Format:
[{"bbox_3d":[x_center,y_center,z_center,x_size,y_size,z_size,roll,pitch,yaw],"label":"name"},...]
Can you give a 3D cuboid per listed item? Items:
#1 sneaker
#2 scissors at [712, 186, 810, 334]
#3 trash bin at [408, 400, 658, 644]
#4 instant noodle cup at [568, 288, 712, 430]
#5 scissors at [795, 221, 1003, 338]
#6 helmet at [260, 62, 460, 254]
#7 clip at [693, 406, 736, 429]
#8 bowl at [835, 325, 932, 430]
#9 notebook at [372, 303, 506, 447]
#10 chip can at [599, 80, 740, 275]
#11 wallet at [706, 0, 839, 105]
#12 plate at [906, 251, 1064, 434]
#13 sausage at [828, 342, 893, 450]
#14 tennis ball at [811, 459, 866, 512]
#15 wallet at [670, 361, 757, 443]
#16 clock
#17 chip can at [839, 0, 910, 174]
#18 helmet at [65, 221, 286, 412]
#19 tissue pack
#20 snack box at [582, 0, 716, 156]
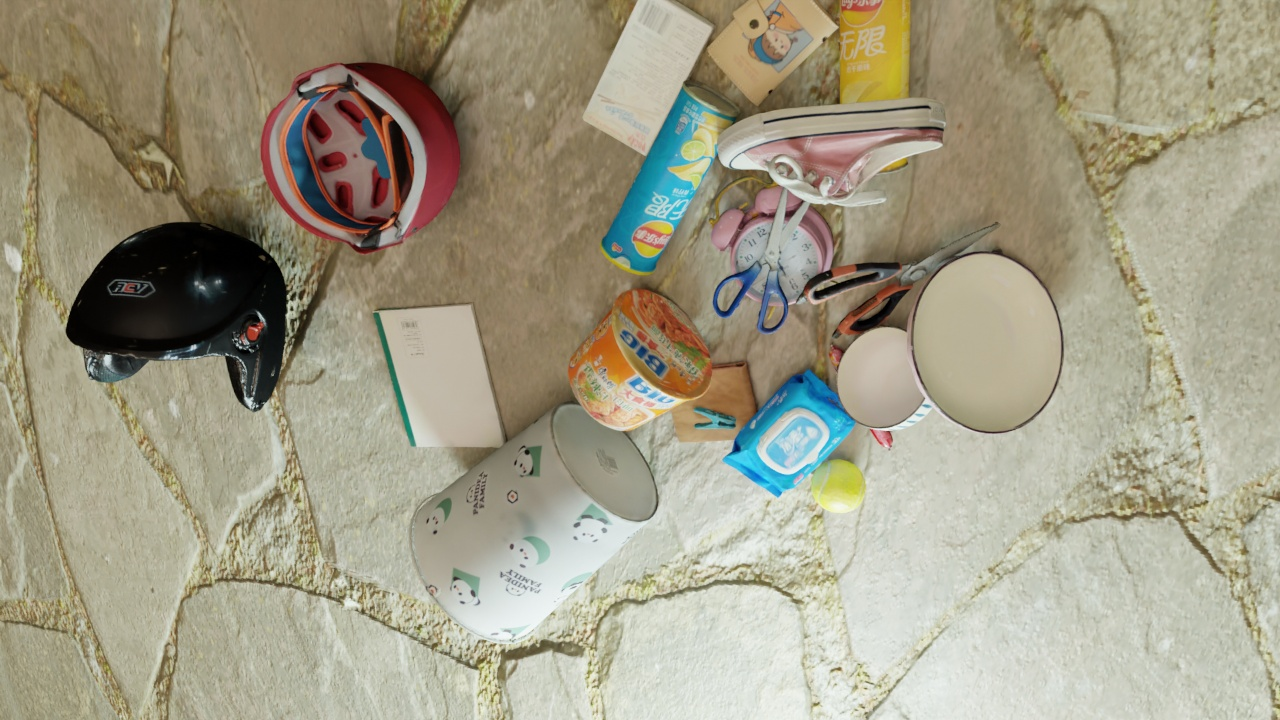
[{"bbox_3d":[0.176,-0.196,0.893,0.242,0.118,0.088,3,93,40],"label":"sneaker"},{"bbox_3d":[0.130,-0.108,0.994,0.144,0.012,0.170,-7,113,19],"label":"scissors"},{"bbox_3d":[-0.128,0.197,1.174,0.229,0.229,0.252,45,113,-7],"label":"trash bin"},{"bbox_3d":[-0.006,0.006,1.088,0.151,0.151,0.112,46,126,-7],"label":"instant noodle cup"},{"bbox_3d":[0.277,-0.087,0.994,0.188,0.015,0.225,9,140,-23],"label":"scissors"},{"bbox_3d":[-0.308,-0.241,1.063,0.241,0.143,0.207,-3,113,33],"label":"helmet"},{"bbox_3d":[0.092,0.074,1.137,0.055,0.013,0.037,6,117,18],"label":"clip"},{"bbox_3d":[0.287,0.024,1.034,0.117,0.066,0.116,-13,71,41],"label":"bowl"},{"bbox_3d":[-0.272,0.025,1.247,0.150,0.012,0.209,-2,114,18],"label":"notebook"},{"bbox_3d":[0.030,-0.199,1.016,0.071,0.071,0.211,31,119,1],"label":"chip can"},{"bbox_3d":[0.133,-0.335,0.950,0.087,0.024,0.115,43,120,-11],"label":"wallet"},{"bbox_3d":[0.358,-0.018,0.970,0.192,0.039,0.192,1,86,-18],"label":"plate"},{"bbox_3d":[0.261,0.044,1.091,0.020,0.020,0.156,-26,104,26],"label":"sausage"},{"bbox_3d":[0.242,0.153,1.121,0.065,0.065,0.065,7,116,14],"label":"tennis ball"},{"bbox_3d":[0.089,0.055,1.149,0.115,0.020,0.101,-8,111,23],"label":"wallet"},{"bbox_3d":[0.144,-0.132,1.019,0.117,0.059,0.158,-28,104,27],"label":"clock"},{"bbox_3d":[0.233,-0.297,0.910,0.072,0.071,0.213,1,115,17],"label":"chip can"},{"bbox_3d":[-0.575,-0.062,1.158,0.233,0.274,0.230,9,90,3],"label":"helmet"},{"bbox_3d":[0.180,0.093,1.104,0.095,0.052,0.157,38,108,-10],"label":"tissue pack"},{"bbox_3d":[0.008,-0.311,0.995,0.084,0.026,0.157,31,119,1],"label":"snack box"}]
